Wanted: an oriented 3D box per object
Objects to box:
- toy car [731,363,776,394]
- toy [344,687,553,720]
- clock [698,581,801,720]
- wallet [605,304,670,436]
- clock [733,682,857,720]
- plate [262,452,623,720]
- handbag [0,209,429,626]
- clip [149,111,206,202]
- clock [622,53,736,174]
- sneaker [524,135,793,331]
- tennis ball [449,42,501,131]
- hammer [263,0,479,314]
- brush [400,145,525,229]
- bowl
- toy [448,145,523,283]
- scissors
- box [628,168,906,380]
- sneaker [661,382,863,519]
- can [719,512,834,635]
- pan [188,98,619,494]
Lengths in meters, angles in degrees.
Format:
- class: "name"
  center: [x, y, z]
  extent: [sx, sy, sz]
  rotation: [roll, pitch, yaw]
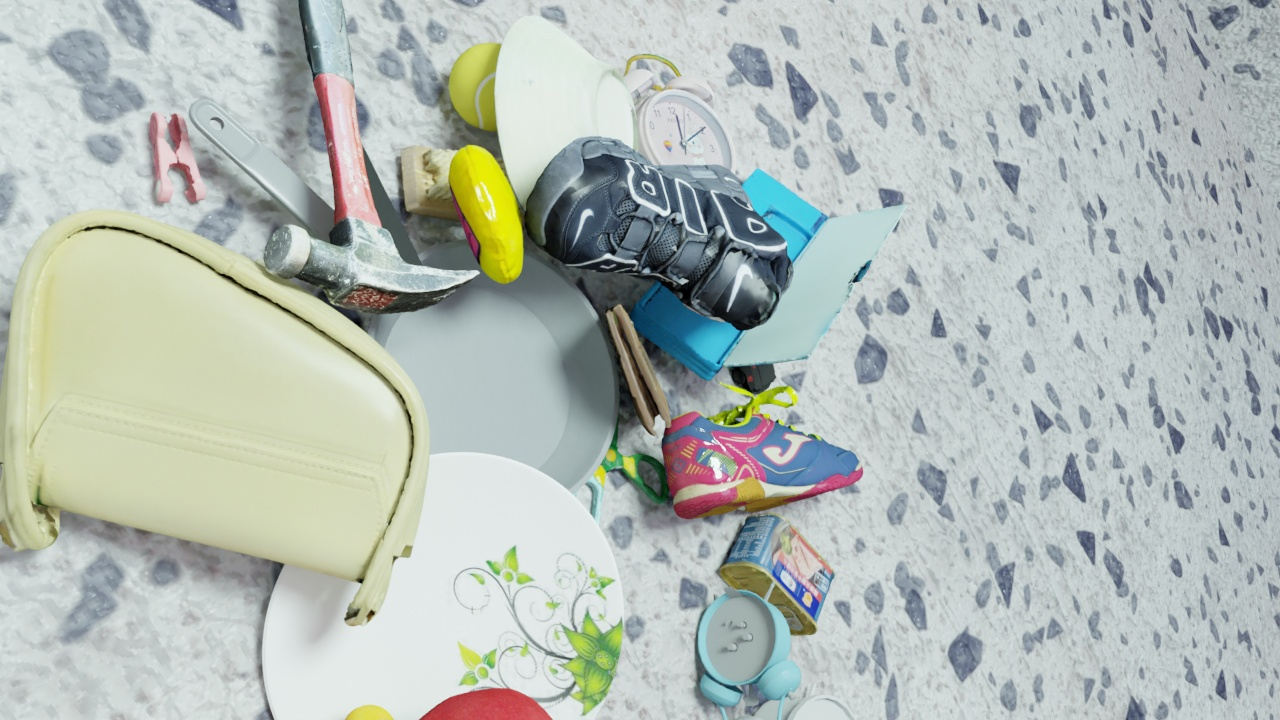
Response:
- class: "toy car"
  center: [0.101, -0.014, 0.848]
  extent: [0.042, 0.036, 0.091]
  rotation: [-29, 97, -41]
- class: "toy"
  center: [-0.131, 0.247, 0.490]
  extent: [0.216, 0.099, 0.147]
  rotation: [-4, 53, -16]
- class: "clock"
  center: [0.084, 0.242, 0.733]
  extent: [0.042, 0.088, 0.123]
  rotation: [30, 48, -45]
- class: "wallet"
  center: [-0.004, 0.004, 0.716]
  extent: [0.027, 0.121, 0.098]
  rotation: [-21, 94, 1]
- class: "clock"
  center: [0.124, 0.339, 0.753]
  extent: [0.158, 0.061, 0.120]
  rotation: [-18, 90, -42]
- class: "plate"
  center: [-0.122, 0.174, 0.596]
  extent: [0.229, 0.030, 0.229]
  rotation: [1, 88, -23]
- class: "handbag"
  center: [-0.226, 0.032, 0.513]
  extent: [0.232, 0.089, 0.190]
  rotation: [20, 80, -17]
- class: "clip"
  center: [-0.284, -0.124, 0.569]
  extent: [0.044, 0.023, 0.060]
  rotation: [18, 69, -40]
- class: "clock"
  center: [0.025, -0.199, 0.817]
  extent: [0.116, 0.059, 0.158]
  rotation: [-4, 76, -38]
- class: "sneaker"
  center: [0.031, -0.077, 0.674]
  extent: [0.151, 0.097, 0.252]
  rotation: [45, 28, 26]
- class: "tennis ball"
  center: [-0.114, -0.209, 0.704]
  extent: [0.065, 0.065, 0.065]
  rotation: [12, 70, -37]
- class: "hammer"
  center: [-0.191, -0.174, 0.597]
  extent: [0.140, 0.036, 0.325]
  rotation: [18, 48, -53]
- class: "brush"
  center: [-0.121, -0.132, 0.694]
  extent: [0.117, 0.039, 0.049]
  rotation: [3, 75, -42]
- class: "bowl"
  center: [-0.043, -0.178, 0.707]
  extent: [0.176, 0.058, 0.176]
  rotation: [-2, 90, -68]
- class: "toy"
  center: [-0.102, -0.098, 0.617]
  extent: [0.041, 0.094, 0.095]
  rotation: [-19, 120, -5]
- class: "scissors"
  center: [-0.028, 0.082, 0.731]
  extent: [0.125, 0.011, 0.129]
  rotation: [44, 53, -16]
- class: "box"
  center: [0.118, -0.074, 0.821]
  extent: [0.242, 0.171, 0.070]
  rotation: [-50, 147, -38]
- class: "sneaker"
  center: [0.112, 0.076, 0.784]
  extent: [0.241, 0.117, 0.091]
  rotation: [5, 64, -49]
- class: "can"
  center: [0.121, 0.186, 0.799]
  extent: [0.100, 0.054, 0.058]
  rotation: [48, 51, -20]
- class: "pan"
  center: [-0.157, -0.038, 0.630]
  extent: [0.356, 0.051, 0.200]
  rotation: [42, 55, -20]
